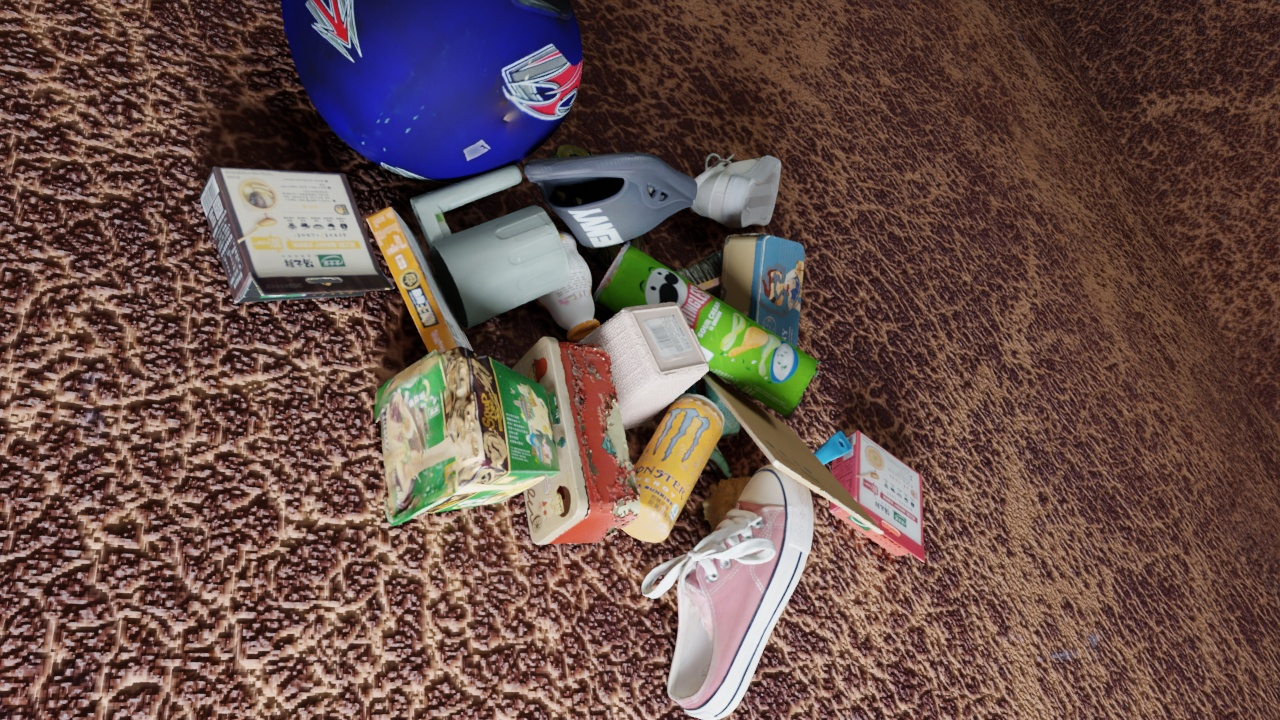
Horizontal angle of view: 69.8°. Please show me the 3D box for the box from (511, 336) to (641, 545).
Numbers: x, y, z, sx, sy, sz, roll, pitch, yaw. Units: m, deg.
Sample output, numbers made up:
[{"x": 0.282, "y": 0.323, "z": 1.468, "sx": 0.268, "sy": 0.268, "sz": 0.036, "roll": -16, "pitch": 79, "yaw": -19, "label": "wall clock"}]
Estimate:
[{"x": -0.053, "y": 0.070, "z": 0.801, "sx": 0.080, "sy": 0.092, "sz": 0.168, "roll": 6, "pitch": 58, "yaw": -35, "label": "box"}]

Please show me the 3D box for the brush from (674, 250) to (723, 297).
[{"x": 0.064, "y": -0.071, "z": 1.029, "sx": 0.145, "sy": 0.063, "sz": 0.073, "roll": -25, "pitch": 83, "yaw": -47, "label": "brush"}]

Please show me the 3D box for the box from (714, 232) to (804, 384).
[{"x": 0.132, "y": -0.047, "z": 1.023, "sx": 0.089, "sy": 0.059, "sz": 0.184, "roll": 1, "pitch": 91, "yaw": -46, "label": "box"}]

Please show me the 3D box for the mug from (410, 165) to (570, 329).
[{"x": -0.133, "y": -0.104, "z": 0.821, "sx": 0.103, "sy": 0.084, "sz": 0.124, "roll": -24, "pitch": 98, "yaw": -17, "label": "mug"}]

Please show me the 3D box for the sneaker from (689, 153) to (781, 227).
[{"x": 0.117, "y": -0.217, "z": 1.176, "sx": 0.091, "sy": 0.090, "sz": 0.241, "roll": 14, "pitch": 20, "yaw": 17, "label": "sneaker"}]

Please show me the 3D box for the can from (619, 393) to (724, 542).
[{"x": 0.028, "y": 0.099, "z": 0.864, "sx": 0.058, "sy": 0.058, "sz": 0.145, "roll": 42, "pitch": 50, "yaw": -11, "label": "can"}]

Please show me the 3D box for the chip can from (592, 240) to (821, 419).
[{"x": 0.067, "y": -0.030, "z": 0.937, "sx": 0.236, "sy": 0.072, "sz": 0.072, "roll": 32, "pitch": 43, "yaw": -2, "label": "chip can"}]

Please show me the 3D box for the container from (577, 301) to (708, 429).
[{"x": -0.005, "y": 0.005, "z": 0.875, "sx": 0.089, "sy": 0.111, "sz": 0.090, "roll": -10, "pitch": 69, "yaw": -45, "label": "container"}]

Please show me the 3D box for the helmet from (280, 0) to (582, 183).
[{"x": -0.170, "y": -0.295, "z": 0.853, "sx": 0.240, "sy": 0.248, "sz": 0.314, "roll": 57, "pitch": 29, "yaw": -16, "label": "helmet"}]

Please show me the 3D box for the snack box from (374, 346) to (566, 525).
[{"x": -0.133, "y": 0.065, "z": 0.734, "sx": 0.105, "sy": 0.118, "sz": 0.118, "roll": 17, "pitch": 53, "yaw": -48, "label": "snack box"}]

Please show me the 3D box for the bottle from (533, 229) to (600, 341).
[{"x": -0.078, "y": -0.074, "z": 0.903, "sx": 0.063, "sy": 0.063, "sz": 0.108, "roll": -12, "pitch": 69, "yaw": -45, "label": "bottle"}]

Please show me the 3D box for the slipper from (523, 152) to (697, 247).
[{"x": -0.015, "y": -0.154, "z": 0.915, "sx": 0.267, "sy": 0.111, "sz": 0.083, "roll": -8, "pitch": 96, "yaw": -65, "label": "slipper"}]

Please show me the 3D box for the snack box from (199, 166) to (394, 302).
[{"x": -0.280, "y": -0.096, "z": 0.748, "sx": 0.113, "sy": 0.053, "sz": 0.125, "roll": -8, "pitch": 68, "yaw": -44, "label": "snack box"}]

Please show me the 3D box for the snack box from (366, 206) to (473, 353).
[{"x": -0.184, "y": -0.053, "z": 0.790, "sx": 0.026, "sy": 0.075, "sz": 0.153, "roll": -27, "pitch": 78, "yaw": -2, "label": "snack box"}]

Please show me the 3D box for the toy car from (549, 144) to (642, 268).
[{"x": -0.048, "y": -0.169, "z": 1.017, "sx": 0.070, "sy": 0.042, "sz": 0.158, "roll": -28, "pitch": 85, "yaw": -48, "label": "toy car"}]

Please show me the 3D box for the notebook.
[{"x": 0.142, "y": 0.083, "z": 0.905, "sx": 0.147, "sy": 0.008, "sz": 0.207, "roll": 34, "pitch": 10, "yaw": -27, "label": "notebook"}]

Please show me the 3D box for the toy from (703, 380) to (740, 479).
[{"x": 0.075, "y": 0.076, "z": 0.961, "sx": 0.091, "sy": 0.030, "sz": 0.096, "roll": -37, "pitch": 95, "yaw": -44, "label": "toy"}]

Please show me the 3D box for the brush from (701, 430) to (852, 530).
[{"x": 0.155, "y": 0.129, "z": 0.973, "sx": 0.253, "sy": 0.046, "sz": 0.083, "roll": -25, "pitch": 78, "yaw": -42, "label": "brush"}]

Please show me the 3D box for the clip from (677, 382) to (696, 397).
[{"x": 0.047, "y": 0.019, "z": 0.987, "sx": 0.043, "sy": 0.014, "sz": 0.056, "roll": 16, "pitch": 52, "yaw": -34, "label": "clip"}]

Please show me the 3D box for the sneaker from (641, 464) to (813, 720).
[{"x": 0.076, "y": 0.186, "z": 0.807, "sx": 0.088, "sy": 0.118, "sz": 0.240, "roll": 39, "pitch": 62, "yaw": -25, "label": "sneaker"}]

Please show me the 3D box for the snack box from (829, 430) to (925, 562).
[{"x": 0.274, "y": 0.163, "z": 1.062, "sx": 0.113, "sy": 0.044, "sz": 0.126, "roll": 35, "pitch": 43, "yaw": -19, "label": "snack box"}]
